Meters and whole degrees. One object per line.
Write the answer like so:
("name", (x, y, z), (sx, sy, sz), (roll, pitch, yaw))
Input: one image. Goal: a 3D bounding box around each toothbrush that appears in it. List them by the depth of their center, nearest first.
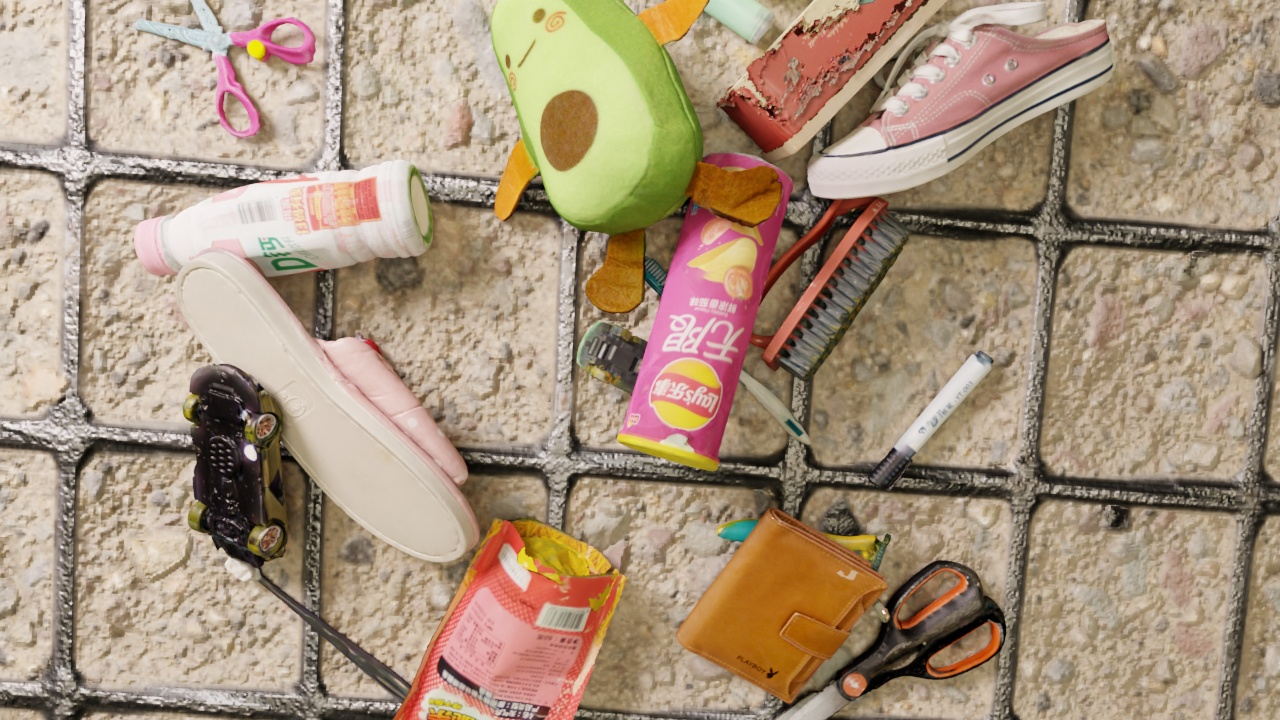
("toothbrush", (-0.001, -0.299, 0.657), (0.224, 0.026, 0.027), (33, 128, -4))
("toothbrush", (0.064, -0.007, 0.689), (0.018, 0.016, 0.191), (-45, 95, -9))
("toothbrush", (-0.239, 0.205, 0.693), (0.181, 0.018, 0.015), (40, 89, -6))

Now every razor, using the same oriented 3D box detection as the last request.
("razor", (0.121, 0.138, 0.696), (0.132, 0.028, 0.043), (10, 115, -4))

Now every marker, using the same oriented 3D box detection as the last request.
("marker", (0.222, 0.047, 0.699), (0.022, 0.018, 0.131), (40, 93, -13))

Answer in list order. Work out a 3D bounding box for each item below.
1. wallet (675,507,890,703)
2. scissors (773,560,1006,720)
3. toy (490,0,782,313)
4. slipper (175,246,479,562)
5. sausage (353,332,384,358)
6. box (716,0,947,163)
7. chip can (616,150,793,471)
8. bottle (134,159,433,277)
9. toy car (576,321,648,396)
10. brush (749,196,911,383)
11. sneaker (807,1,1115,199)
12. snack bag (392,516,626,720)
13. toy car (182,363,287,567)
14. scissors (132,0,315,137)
("wallet", (0.110, 0.187, 0.688), (0.119, 0.035, 0.131), (31, 109, -3))
("scissors", (0.185, 0.255, 0.711), (0.136, 0.021, 0.235), (36, 92, -5))
("toy", (-0.026, -0.163, 0.619), (0.228, 0.089, 0.246), (-37, 76, 27))
("slipper", (-0.210, 0.031, 0.643), (0.274, 0.054, 0.114), (48, 131, -8))
("sausage", (-0.177, 0.050, 0.681), (0.020, 0.020, 0.156), (-24, 96, -1))
("box", (0.130, -0.226, 0.635), (0.079, 0.091, 0.168), (44, 91, -8))
("chip can", (0.046, -0.034, 0.637), (0.071, 0.071, 0.210), (17, 81, -4))
("bottle", (-0.250, -0.093, 0.645), (0.197, 0.068, 0.068), (-9, 95, 2))
("toy car", (-0.004, 0.004, 0.674), (0.091, 0.036, 0.043), (27, 85, -19))
("brush", (0.132, -0.058, 0.666), (0.069, 0.063, 0.146), (36, 91, 14))
("sneaker", (0.216, -0.192, 0.636), (0.241, 0.118, 0.088), (-27, 113, -6))
("snack bag", (-0.098, 0.228, 0.680), (0.128, 0.073, 0.208), (23, 98, -1))
("toy car", (-0.281, 0.075, 0.646), (0.070, 0.042, 0.158), (16, 114, 20))
("scissors", (-0.300, -0.219, 0.657), (0.133, 0.017, 0.125), (12, 97, 1))
